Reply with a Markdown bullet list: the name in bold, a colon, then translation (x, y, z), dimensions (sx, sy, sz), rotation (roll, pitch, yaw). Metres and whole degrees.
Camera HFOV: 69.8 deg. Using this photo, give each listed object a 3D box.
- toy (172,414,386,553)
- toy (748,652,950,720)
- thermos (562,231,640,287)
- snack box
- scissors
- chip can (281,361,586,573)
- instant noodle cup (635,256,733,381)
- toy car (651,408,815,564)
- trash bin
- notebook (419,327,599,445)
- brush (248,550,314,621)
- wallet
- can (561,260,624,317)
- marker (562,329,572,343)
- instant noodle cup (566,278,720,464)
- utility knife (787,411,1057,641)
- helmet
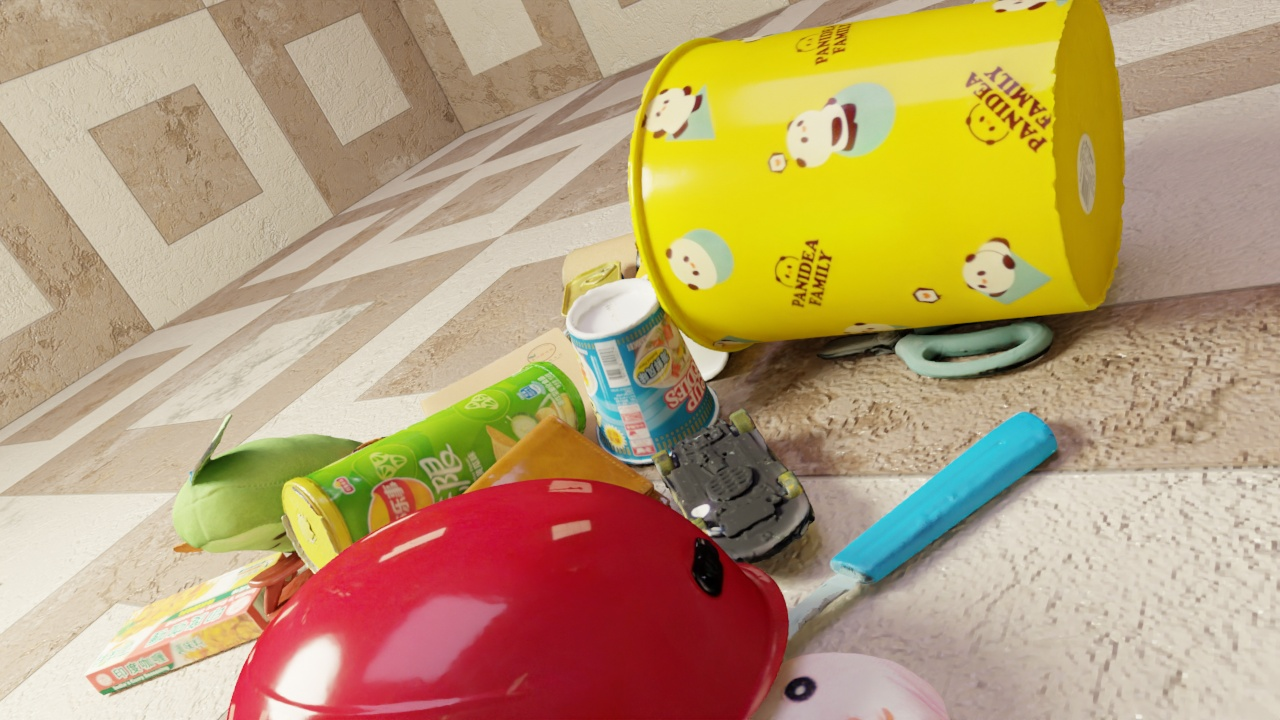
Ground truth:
- **toy**: translation (-0.266, 0.104, 0.714), dimensions (0.227, 0.090, 0.246), rotation (-29, -11, 10)
- **toy**: translation (0.048, 0.171, 0.355), dimensions (0.160, 0.054, 0.121), rotation (-25, 21, 26)
- **thermos**: translation (-0.007, -0.089, 0.911), dimensions (0.143, 0.093, 0.092), rotation (-2, 33, 43)
- **snack box**: translation (-0.359, 0.211, 0.740), dimensions (0.156, 0.027, 0.077), rotation (-22, 22, 11)
- **scissors**: translation (0.207, -0.025, 0.645), dimensions (0.180, 0.019, 0.143), rotation (-3, 33, 47)
- **chip can**: translation (-0.134, 0.069, 0.643), dimensions (0.073, 0.072, 0.220), rotation (-1, 21, 47)
- **instant noodle cup**: translation (0.043, -0.051, 0.762), dimensions (0.119, 0.118, 0.114), rotation (-12, 34, 33)
- **toy car**: translation (0.054, 0.079, 0.553), dimensions (0.070, 0.042, 0.158), rotation (-27, 22, -1)
- **trash bin**: translation (0.162, -0.120, 0.606), dimensions (0.256, 0.230, 0.228), rotation (1, 34, 38)
- **notebook**: translation (-0.098, 0.050, 0.769), dimensions (0.147, 0.008, 0.207), rotation (-29, 35, -9)
- **brush**: translation (-0.207, 0.141, 0.669), dimensions (0.145, 0.069, 0.063), rotation (-34, 23, -16)
- **wallet**: translation (-0.056, 0.103, 0.553), dimensions (0.119, 0.035, 0.130), rotation (33, 57, 22)
- **can**: translation (-0.027, -0.032, 0.827), dimensions (0.057, 0.083, 0.102), rotation (-23, 22, 8)
- **marker**: translation (-0.068, -0.029, 0.953), dimensions (0.145, 0.017, 0.017), rotation (-33, 23, -16)
- **instant noodle cup**: translation (-0.004, 0.004, 0.670), dimensions (0.099, 0.110, 0.099), rotation (-15, 34, 10)
- **utility knife**: translation (0.131, 0.091, 0.471), dimensions (0.217, 0.018, 0.034), rotation (-32, 25, -15)
- **helmet**: translation (-0.069, 0.128, 0.386), dimensions (0.240, 0.144, 0.207), rotation (-41, 18, -8)
